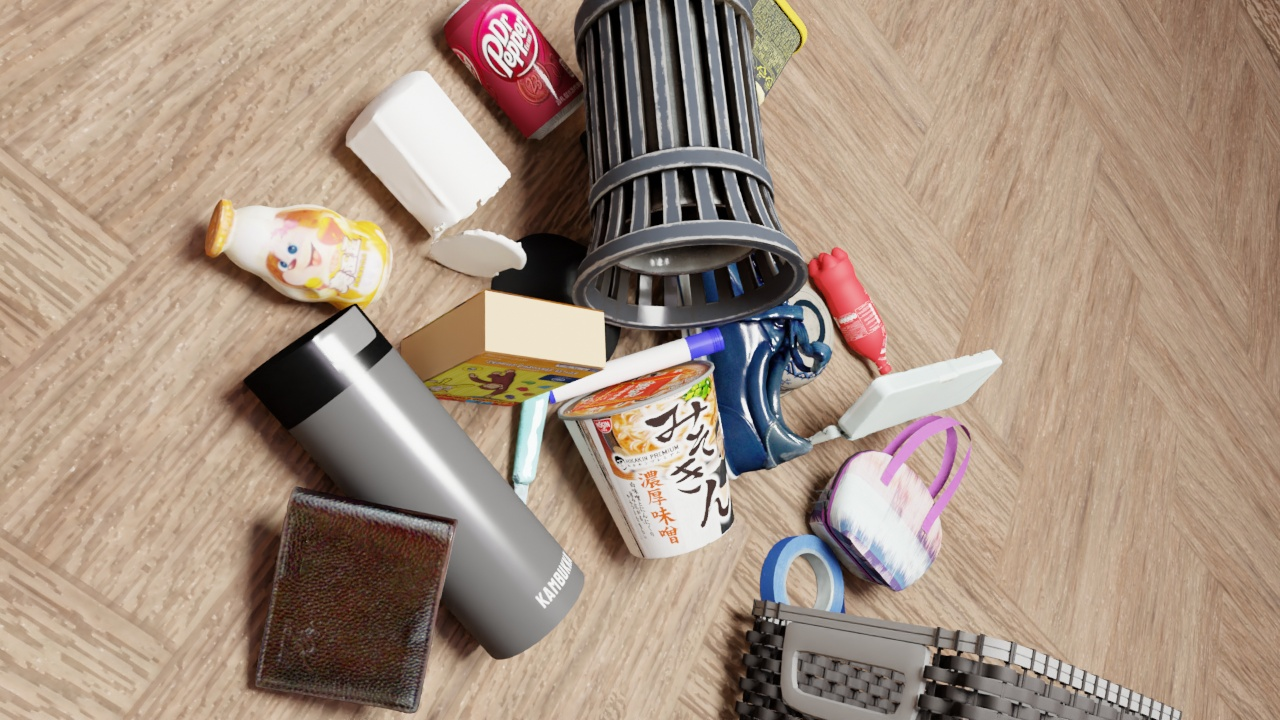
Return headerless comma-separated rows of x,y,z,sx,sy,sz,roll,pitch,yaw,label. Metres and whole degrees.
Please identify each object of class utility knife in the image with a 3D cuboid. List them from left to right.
-0.084,0.071,0.679,0.022,0.015,0.168,12,75,-18,utility knife

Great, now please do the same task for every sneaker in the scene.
0.094,-0.052,0.772,0.120,0.127,0.294,12,67,-69,sneaker

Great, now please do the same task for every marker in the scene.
-0.004,0.004,0.716,0.141,0.020,0.020,-17,87,-5,marker

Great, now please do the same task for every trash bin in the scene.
0.026,-0.158,0.679,0.164,0.165,0.227,9,68,-36,trash bin

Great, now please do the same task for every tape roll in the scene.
0.147,0.204,0.828,0.092,0.016,0.091,1,76,-38,tape roll

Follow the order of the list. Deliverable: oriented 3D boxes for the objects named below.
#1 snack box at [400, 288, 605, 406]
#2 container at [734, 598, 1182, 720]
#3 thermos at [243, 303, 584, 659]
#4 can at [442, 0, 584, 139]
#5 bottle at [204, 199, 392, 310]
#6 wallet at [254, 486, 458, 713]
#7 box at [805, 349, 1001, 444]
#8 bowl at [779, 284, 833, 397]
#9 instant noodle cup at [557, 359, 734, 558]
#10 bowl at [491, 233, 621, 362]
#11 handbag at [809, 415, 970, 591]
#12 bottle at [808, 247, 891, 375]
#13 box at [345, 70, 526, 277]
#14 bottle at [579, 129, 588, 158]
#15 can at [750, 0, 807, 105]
-0.096,-0.004,0.626,0.088,0.126,0.040,9,71,-36,snack box
0.217,0.342,0.688,0.245,0.248,0.243,27,70,-30,container
-0.141,0.078,0.595,0.240,0.082,0.082,53,52,-14,thermos
-0.100,-0.237,0.733,0.114,0.063,0.063,49,53,-16,can
-0.219,-0.071,0.591,0.108,0.063,0.063,15,68,-35,bottle
-0.168,0.143,0.542,0.099,0.031,0.120,13,93,-5,wallet
0.249,0.045,0.878,0.196,0.136,0.043,-9,65,-40,box
0.135,-0.026,0.859,0.115,0.059,0.115,12,69,-35,bowl
0.014,0.077,0.703,0.123,0.124,0.122,-26,102,-40,instant noodle cup
-0.050,-0.050,0.724,0.124,0.053,0.124,12,69,-35,bowl
0.248,0.122,0.862,0.169,0.068,0.144,-47,108,-14,handbag
0.221,-0.048,0.945,0.041,0.042,0.141,-37,100,-39,bottle
-0.139,-0.123,0.663,0.161,0.081,0.091,48,40,-19,box
-0.022,-0.151,0.795,0.025,0.025,0.106,-27,94,-40,bottle
0.072,-0.263,0.835,0.072,0.131,0.100,43,57,-20,can
